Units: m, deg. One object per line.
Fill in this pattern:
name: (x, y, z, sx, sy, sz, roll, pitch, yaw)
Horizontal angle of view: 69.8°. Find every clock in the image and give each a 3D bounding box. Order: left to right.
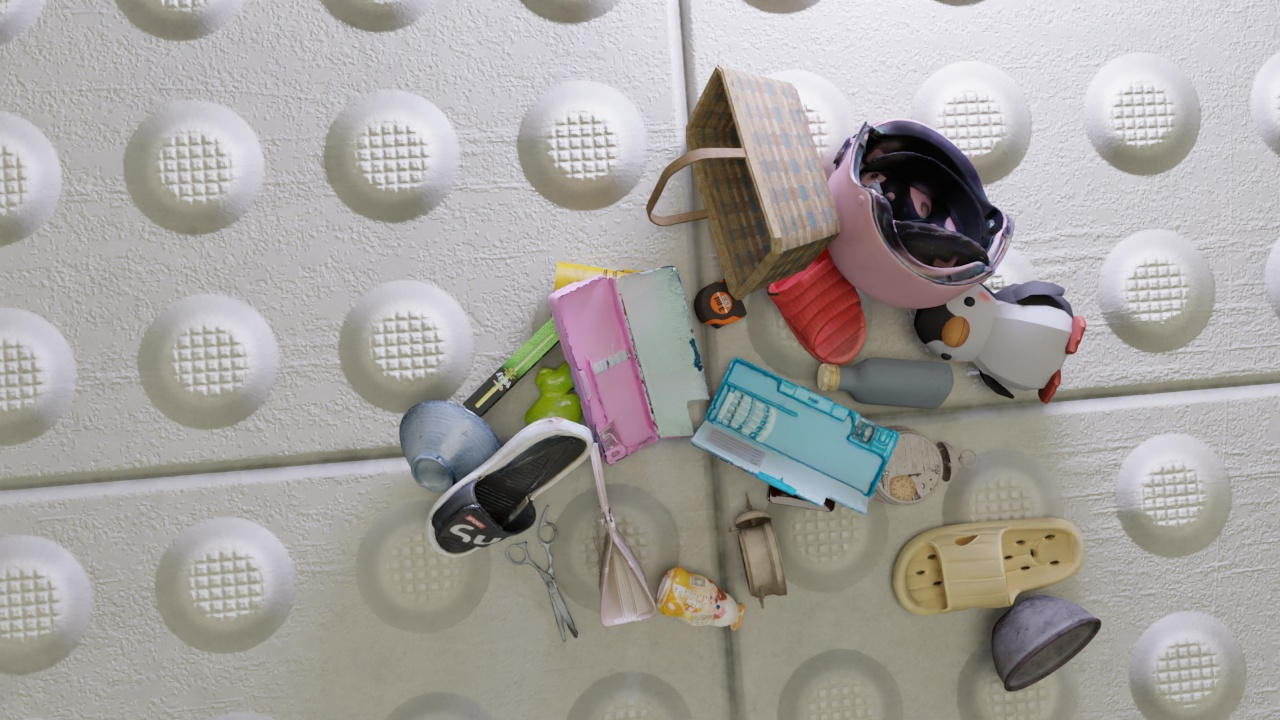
clock: (0.145, 0.234, 1.153, 0.054, 0.093, 0.140, -12, 65, 1)
clock: (0.358, 0.134, 1.179, 0.157, 0.061, 0.103, -6, 89, -3)

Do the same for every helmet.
helmet: (0.322, -0.170, 1.121, 0.230, 0.153, 0.254, 21, 55, -14)

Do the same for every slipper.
slipper: (-0.157, 0.165, 1.071, 0.264, 0.063, 0.111, -42, 136, 21)
slipper: (0.208, -0.106, 1.171, 0.103, 0.059, 0.249, -35, 91, -4)
slipper: (0.457, 0.261, 1.179, 0.261, 0.079, 0.111, -10, 87, -6)

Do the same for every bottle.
bottle: (-0.026, -0.079, 1.144, 0.164, 0.071, 0.071, 7, 88, -5)
bottle: (0.075, 0.303, 1.151, 0.109, 0.063, 0.063, 23, 87, -3)
bottle: (0.308, 0.027, 1.171, 0.161, 0.072, 0.046, 5, 56, -5)

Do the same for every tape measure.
tape measure: (0.098, -0.070, 1.173, 0.058, 0.038, 0.058, -27, 92, -19)

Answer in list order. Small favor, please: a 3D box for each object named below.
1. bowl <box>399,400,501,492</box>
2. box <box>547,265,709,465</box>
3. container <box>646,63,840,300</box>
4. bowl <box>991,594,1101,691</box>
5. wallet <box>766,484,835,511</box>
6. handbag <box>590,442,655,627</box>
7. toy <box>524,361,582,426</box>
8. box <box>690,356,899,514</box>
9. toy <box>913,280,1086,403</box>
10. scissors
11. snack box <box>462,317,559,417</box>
bowl: (-0.237, 0.119, 1.093, 0.137, 0.057, 0.137, 9, 125, 13)
box: (-0.008, 0.002, 1.113, 0.160, 0.062, 0.231, -17, 113, -3)
container: (0.105, -0.208, 1.091, 0.186, 0.158, 0.249, -9, 73, -17)
bowl: (0.502, 0.349, 1.167, 0.145, 0.145, 0.067, -30, 51, -5)
wallet: (0.217, 0.133, 1.190, 0.091, 0.018, 0.115, 10, 87, -4)
handbag: (-0.035, 0.195, 1.090, 0.062, 0.176, 0.198, -11, 87, -4)
toy: (-0.104, 0.052, 1.153, 0.094, 0.036, 0.093, -18, 86, -12)
box: (0.186, 0.107, 1.133, 0.227, 0.085, 0.169, 25, 55, 10)
toy: (0.443, -0.045, 1.172, 0.184, 0.139, 0.159, 16, 119, 5)
scissors: (-0.107, 0.270, 1.160, 0.161, 0.014, 0.117, 43, 86, 0)
snack box: (-0.153, 0.009, 1.126, 0.147, 0.080, 0.025, -44, 93, -4)
